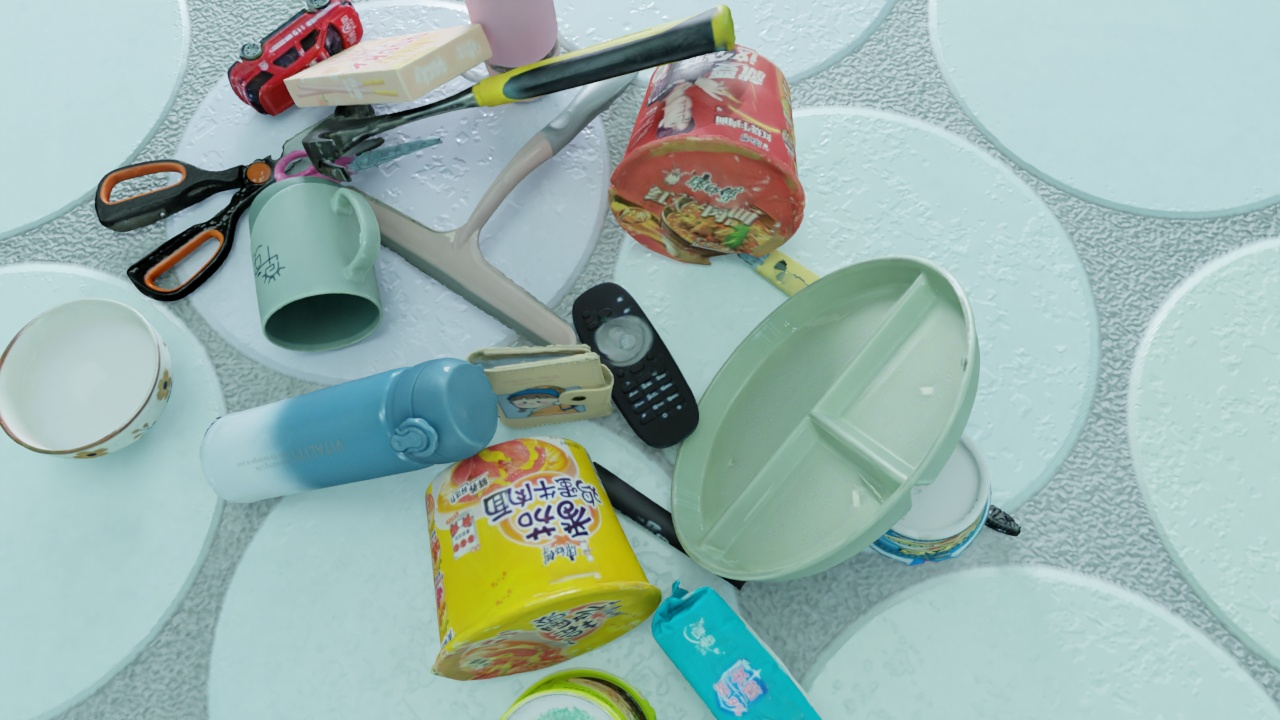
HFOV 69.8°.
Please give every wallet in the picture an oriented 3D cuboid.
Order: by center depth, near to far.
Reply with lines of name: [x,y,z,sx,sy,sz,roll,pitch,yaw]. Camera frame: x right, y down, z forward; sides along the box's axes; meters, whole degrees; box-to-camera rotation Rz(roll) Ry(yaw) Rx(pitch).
wallet: [-0.061,0.017,0.608,0.087,0.115,0.024,-1,67,2]

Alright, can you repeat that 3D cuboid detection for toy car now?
toy car: [-0.277,-0.249,0.750,0.045,0.053,0.120,42,79,14]

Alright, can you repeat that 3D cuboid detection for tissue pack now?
tissue pack: [0.059,0.191,0.552,0.050,0.093,0.133,-39,74,-8]

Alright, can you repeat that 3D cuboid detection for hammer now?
hammer: [-0.093,-0.190,0.647,0.324,0.032,0.125,-11,33,14]

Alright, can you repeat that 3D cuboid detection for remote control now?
remote control: [-0.004,0.004,0.660,0.053,0.024,0.136,-30,68,-1]

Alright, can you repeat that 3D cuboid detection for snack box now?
snack box: [-0.193,-0.221,0.695,0.157,0.026,0.084,11,42,41]

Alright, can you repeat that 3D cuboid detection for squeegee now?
squeegee: [-0.079,-0.157,0.710,0.248,0.040,0.249,32,70,20]

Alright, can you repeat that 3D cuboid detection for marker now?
marker: [0.017,0.110,0.623,0.132,0.020,0.022,31,57,12]

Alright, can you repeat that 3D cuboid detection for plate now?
plate: [0.107,0.034,0.562,0.027,0.231,0.229,39,72,-24]

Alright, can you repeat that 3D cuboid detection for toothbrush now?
toothbrush: [0.177,0.066,0.635,0.189,0.018,0.014,32,80,14]

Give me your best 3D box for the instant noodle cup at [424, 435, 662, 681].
instant noodle cup: [-0.069,0.119,0.567,0.138,0.138,0.109,-19,62,-5]

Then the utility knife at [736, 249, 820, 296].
utility knife: [0.141,-0.038,0.679,0.166,0.018,0.030,35,69,18]

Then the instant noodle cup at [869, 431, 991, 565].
instant noodle cup: [0.174,0.077,0.570,0.099,0.110,0.099,-3,77,13]

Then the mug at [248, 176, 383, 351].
mug: [-0.227,-0.078,0.657,0.112,0.082,0.106,-32,62,32]

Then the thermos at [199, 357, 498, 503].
thermos: [-0.185,0.046,0.574,0.221,0.070,0.070,-13,66,32]

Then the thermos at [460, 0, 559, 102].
thermos: [-0.107,-0.269,0.673,0.087,0.199,0.067,-3,71,-1]

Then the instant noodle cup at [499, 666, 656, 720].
instant noodle cup: [-0.040,0.231,0.524,0.112,0.123,0.111,-1,69,1]

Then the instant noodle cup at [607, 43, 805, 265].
instant noodle cup: [0.051,-0.153,0.662,0.138,0.138,0.108,6,62,4]

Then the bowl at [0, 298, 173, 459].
bowl: [-0.383,0.019,0.648,0.113,0.062,0.113,0,70,0]

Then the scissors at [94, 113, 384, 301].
scissors: [-0.311,-0.126,0.726,0.229,0.022,0.189,-2,74,-5]

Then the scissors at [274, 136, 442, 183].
scissors: [-0.219,-0.154,0.717,0.133,0.017,0.056,-16,67,-4]
